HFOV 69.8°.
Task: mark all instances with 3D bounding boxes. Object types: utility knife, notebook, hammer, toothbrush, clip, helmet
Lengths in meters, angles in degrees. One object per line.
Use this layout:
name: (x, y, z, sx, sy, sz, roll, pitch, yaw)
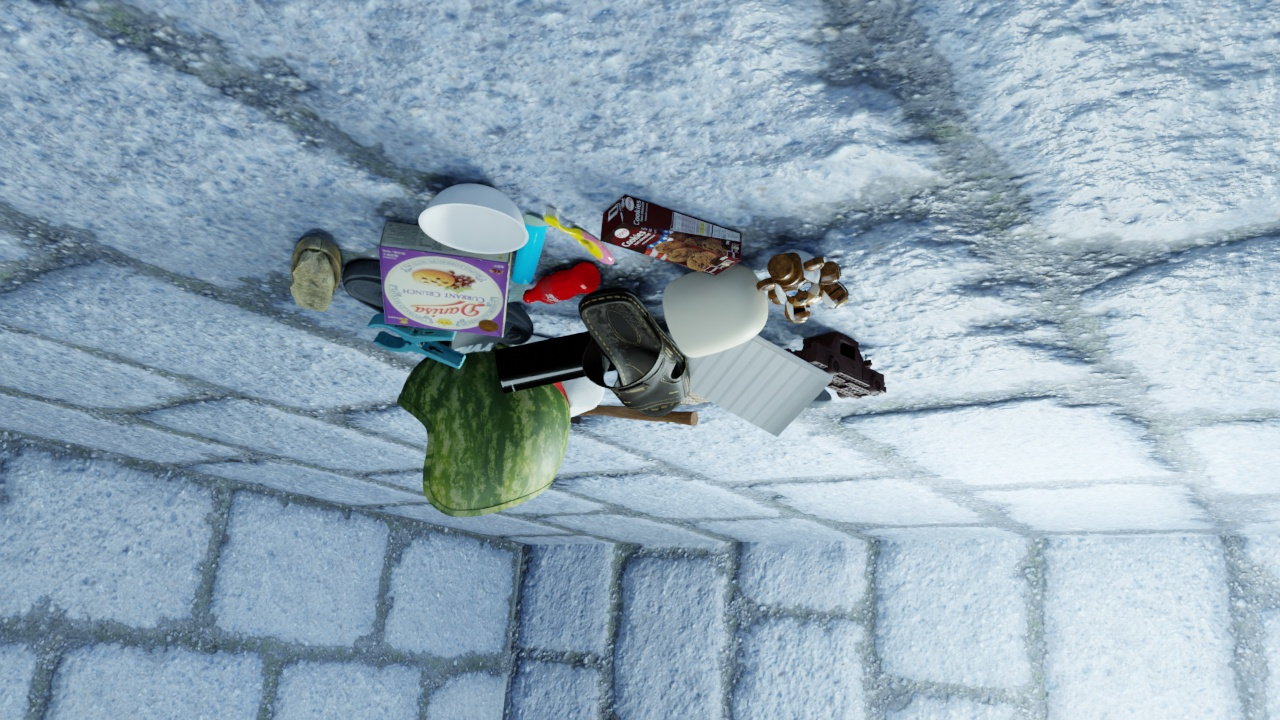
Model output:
utility knife: (-0.134, -0.113, 1.057, 0.031, 0.015, 0.206, 8, 153, -13)
notebook: (0.128, 0.015, 1.219, 0.209, 0.009, 0.143, 28, 136, -6)
hammer: (-0.050, 0.087, 1.573, 0.324, 0.033, 0.115, 3, 163, 31)
toothbrush: (-0.065, -0.134, 1.002, 0.021, 0.016, 0.135, -7, 160, 28)
clip: (-0.284, -0.019, 1.172, 0.127, 0.028, 0.114, 18, 139, 2)
helmet: (-0.225, 0.089, 1.362, 0.243, 0.247, 0.213, -15, -177, 3)

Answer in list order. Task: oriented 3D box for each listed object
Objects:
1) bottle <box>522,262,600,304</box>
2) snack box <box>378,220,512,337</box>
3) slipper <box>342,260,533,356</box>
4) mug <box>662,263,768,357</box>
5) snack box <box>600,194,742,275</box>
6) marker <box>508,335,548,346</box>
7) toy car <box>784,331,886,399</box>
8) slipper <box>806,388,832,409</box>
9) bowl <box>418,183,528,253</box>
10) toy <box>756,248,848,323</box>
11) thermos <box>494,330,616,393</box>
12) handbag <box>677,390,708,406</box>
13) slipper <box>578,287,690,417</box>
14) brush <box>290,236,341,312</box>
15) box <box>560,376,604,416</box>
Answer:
bottle: (-0.100, -0.089, 1.109, 0.119, 0.036, 0.036, -13, 155, 43)
snack box: (-0.226, -0.091, 1.070, 0.143, 0.040, 0.148, 7, 145, -7)
slipper: (-0.259, -0.052, 1.195, 0.267, 0.083, 0.111, 19, 155, -32)
mug: (0.097, -0.065, 1.056, 0.100, 0.096, 0.119, -17, -166, 29)
snack box: (0.033, -0.129, 0.961, 0.140, 0.031, 0.051, 14, 160, -25)
marker: (-0.126, -0.018, 1.347, 0.133, 0.023, 0.027, 11, 158, -18)
toy car: (0.267, 0.006, 1.256, 0.169, 0.061, 0.070, 20, 156, -41)
slipper: (0.137, 0.031, 1.310, 0.269, 0.098, 0.055, 15, 117, -1)
bowl: (-0.167, -0.151, 0.933, 0.110, 0.040, 0.110, 5, 162, 1)
toy: (0.174, -0.086, 1.005, 0.087, 0.067, 0.112, -22, 164, 25)
thermos: (-0.078, -0.008, 1.253, 0.231, 0.061, 0.061, -12, 162, -4)
handbag: (0.074, 0.039, 1.435, 0.186, 0.047, 0.124, -11, 162, 44)
slipper: (-0.007, 0.007, 1.170, 0.113, 0.075, 0.268, -9, 145, 15)
brush: (-0.401, -0.104, 1.130, 0.059, 0.043, 0.196, 11, 162, -18)
box: (-0.127, 0.061, 1.483, 0.083, 0.092, 0.166, 2, 168, -30)
